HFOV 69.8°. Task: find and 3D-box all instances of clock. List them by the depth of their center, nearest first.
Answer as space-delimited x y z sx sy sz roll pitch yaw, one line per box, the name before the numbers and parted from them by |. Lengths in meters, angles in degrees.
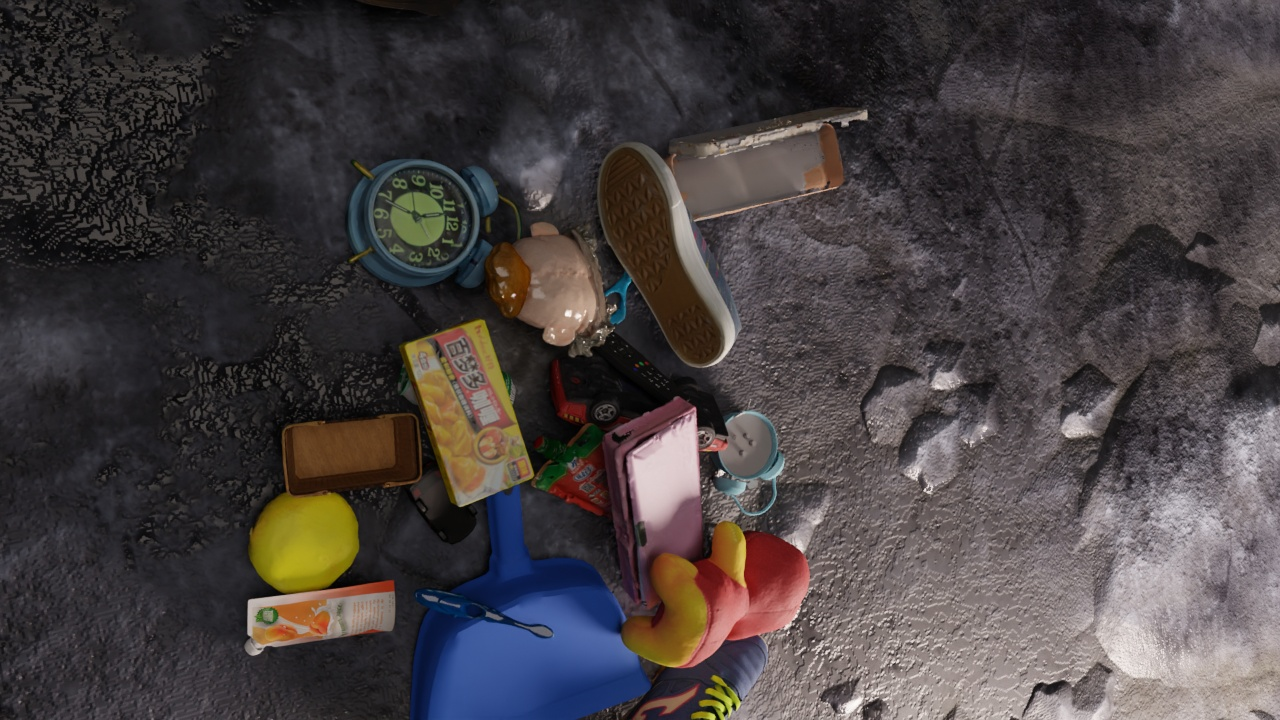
clock | -0.186 -0.125 0.834 0.161 0.060 0.118 -1 91 -29
clock | 0.116 0.109 0.993 0.087 0.042 0.123 -21 99 -23

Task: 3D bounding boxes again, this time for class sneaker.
sneaker | 0.033 -0.108 0.927 0.079 0.088 0.235 -29 95 -58
sneaker | 0.055 0.377 0.947 0.241 0.091 0.116 -39 104 -20

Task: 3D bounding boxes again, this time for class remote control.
remote control | -0.005 0.005 0.907 0.125 0.010 0.039 40 31 14

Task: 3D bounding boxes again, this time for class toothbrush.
toothbrush | -0.140 0.227 0.822 0.132 0.016 0.021 21 80 -14

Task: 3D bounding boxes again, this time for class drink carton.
drink carton | -0.283 0.226 0.809 0.122 0.039 0.069 -1 126 -26

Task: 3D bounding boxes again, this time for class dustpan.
dustpan | -0.113 0.231 0.875 0.245 0.059 0.258 -11 110 -24

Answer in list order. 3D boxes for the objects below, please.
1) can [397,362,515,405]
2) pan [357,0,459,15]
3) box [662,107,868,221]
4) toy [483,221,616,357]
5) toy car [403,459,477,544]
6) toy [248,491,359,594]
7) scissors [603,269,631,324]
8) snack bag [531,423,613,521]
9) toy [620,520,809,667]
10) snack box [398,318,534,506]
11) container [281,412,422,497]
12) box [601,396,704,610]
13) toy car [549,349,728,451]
can | -0.169 0.025 0.850 0.101 0.053 0.053 19 84 -25
pan | -0.284 -0.394 0.786 0.355 0.043 0.249 -27 103 -22
box | 0.131 -0.206 0.973 0.215 0.095 0.108 -17 123 -24
toy | -0.089 -0.068 0.851 0.175 0.076 0.132 7 66 -58
toy car | -0.187 0.133 0.855 0.042 0.036 0.092 -41 131 -21
toy | -0.294 0.158 0.804 0.094 0.041 0.095 23 81 -30
scissors | 0.003 -0.097 0.952 0.103 0.015 0.133 12 83 -21
snack bag | -0.045 0.111 0.894 0.087 0.044 0.155 -45 130 14
toy | 0.087 0.237 0.927 0.215 0.099 0.148 -4 132 -45
snack box | -0.153 0.045 0.812 0.075 0.025 0.152 -20 100 -24
container | -0.256 0.079 0.807 0.113 0.061 0.063 -5 94 -25
box | 0.021 0.145 0.889 0.097 0.046 0.233 -24 133 -22
toy car | 0.001 0.045 0.918 0.189 0.081 0.056 14 125 -23
